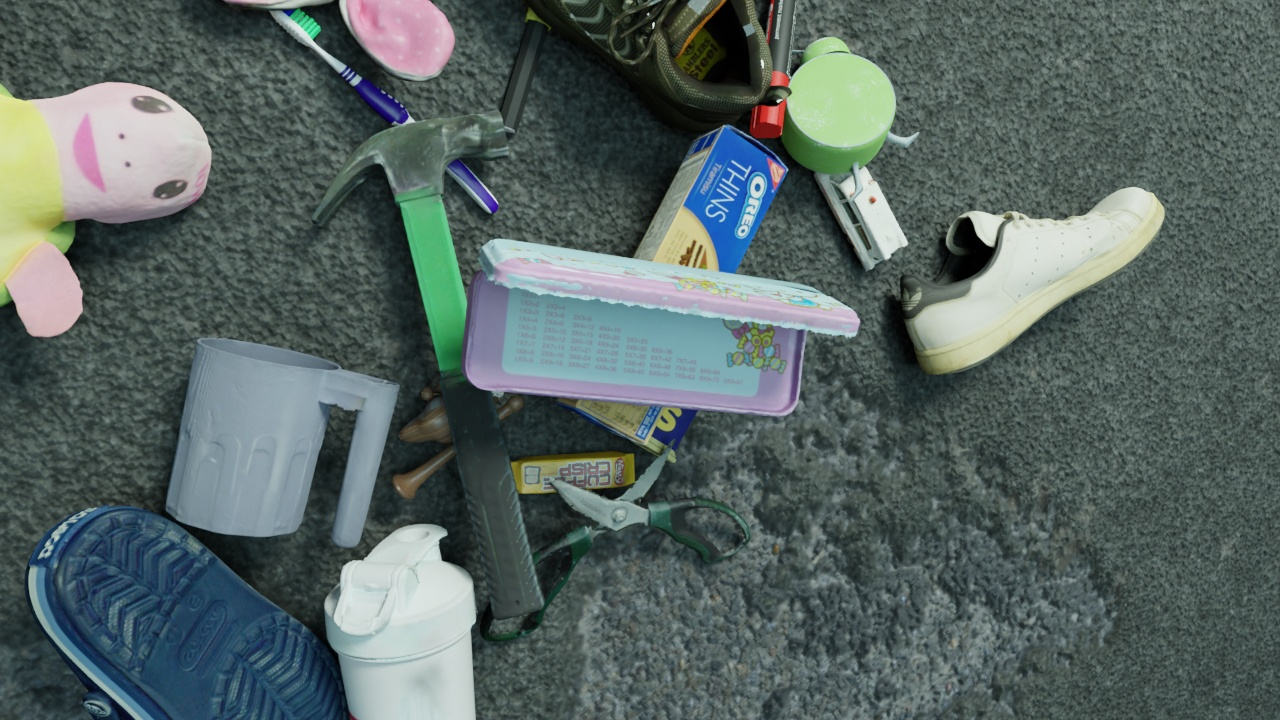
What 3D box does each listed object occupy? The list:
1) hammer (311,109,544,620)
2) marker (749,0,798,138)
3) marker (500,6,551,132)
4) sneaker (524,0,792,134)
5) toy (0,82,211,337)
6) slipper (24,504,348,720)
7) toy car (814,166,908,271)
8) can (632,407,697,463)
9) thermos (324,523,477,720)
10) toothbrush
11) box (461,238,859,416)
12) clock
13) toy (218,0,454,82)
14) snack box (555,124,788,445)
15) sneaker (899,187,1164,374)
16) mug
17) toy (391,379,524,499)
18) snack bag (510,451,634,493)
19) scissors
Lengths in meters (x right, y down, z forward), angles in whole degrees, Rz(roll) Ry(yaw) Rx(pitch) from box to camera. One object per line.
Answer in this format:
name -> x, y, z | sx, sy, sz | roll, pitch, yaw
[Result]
hammer -> -0.115, 0.007, 0.586 | 0.130, 0.032, 0.318 | -14, 91, -12
marker -> 0.099, -0.228, 0.662 | 0.021, 0.024, 0.144 | 27, 65, -43
marker -> -0.074, -0.217, 0.623 | 0.021, 0.017, 0.124 | 15, 92, -65
sneaker -> 0.003, -0.228, 0.562 | 0.238, 0.143, 0.101 | 40, 88, -26
toy -> -0.361, -0.099, 0.495 | 0.237, 0.088, 0.190 | -22, 98, -20
slipper -> -0.273, 0.188, 0.559 | 0.095, 0.104, 0.253 | -11, 121, 23
toy car -> 0.168, -0.127, 0.711 | 0.039, 0.039, 0.113 | -35, 106, -13
can -> -0.004, 0.004, 0.653 | 0.116, 0.056, 0.092 | 33, 83, -20
thermos -> -0.149, 0.228, 0.605 | 0.099, 0.099, 0.220 | -8, 102, -19
toothbrush -> -0.163, -0.164, 0.599 | 0.186, 0.015, 0.016 | 42, 77, -19
box -> 0.014, -0.016, 0.517 | 0.214, 0.093, 0.089 | 6, 91, -19
clock -> 0.139, -0.187, 0.679 | 0.119, 0.042, 0.094 | 41, 78, 13
toy -> -0.158, -0.276, 0.554 | 0.159, 0.084, 0.194 | 26, 88, -6
snack box -> 0.021, -0.049, 0.598 | 0.057, 0.056, 0.206 | 30, 83, -18
sneaker -> 0.308, -0.089, 0.748 | 0.241, 0.089, 0.102 | -34, 98, -10
mug -> -0.216, 0.050, 0.557 | 0.124, 0.084, 0.104 | 14, 92, 4
toy -> -0.131, 0.042, 0.618 | 0.101, 0.041, 0.055 | -37, 89, -6
snack bag -> -0.050, 0.081, 0.663 | 0.099, 0.020, 0.026 | -1, 97, -20
scissors -> -0.017, 0.144, 0.667 | 0.202, 0.015, 0.201 | -48, 130, 11
